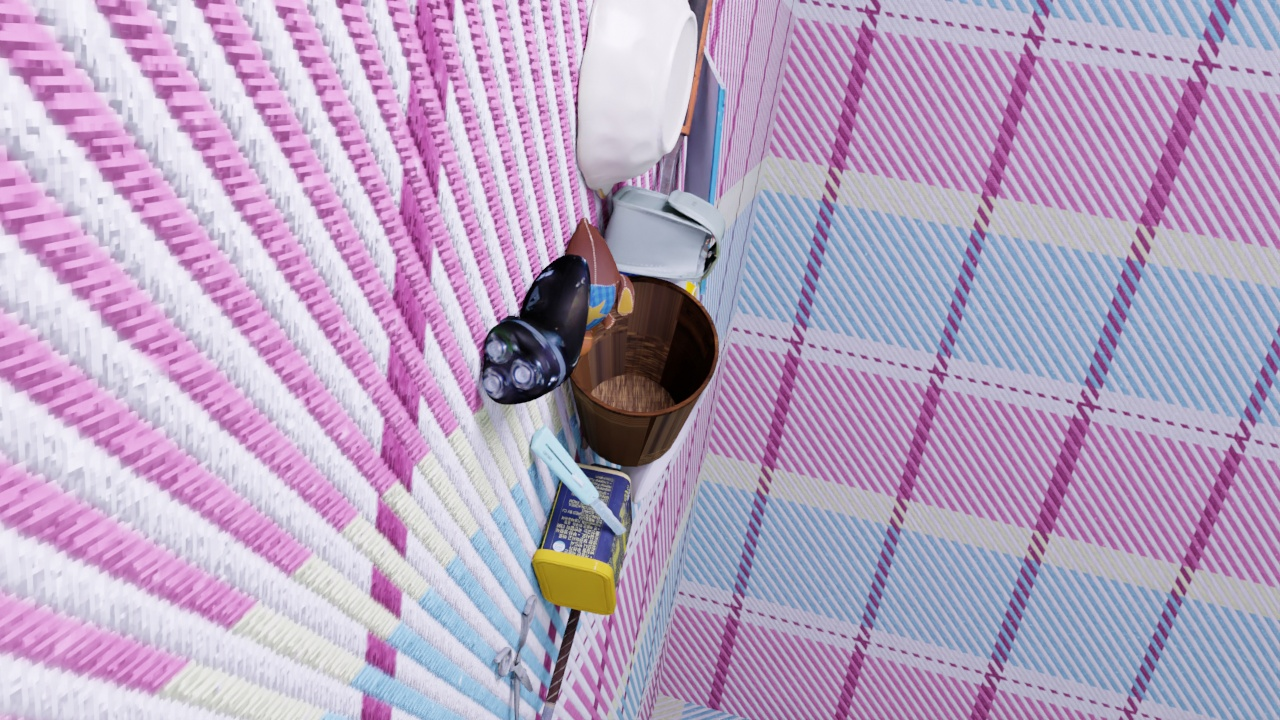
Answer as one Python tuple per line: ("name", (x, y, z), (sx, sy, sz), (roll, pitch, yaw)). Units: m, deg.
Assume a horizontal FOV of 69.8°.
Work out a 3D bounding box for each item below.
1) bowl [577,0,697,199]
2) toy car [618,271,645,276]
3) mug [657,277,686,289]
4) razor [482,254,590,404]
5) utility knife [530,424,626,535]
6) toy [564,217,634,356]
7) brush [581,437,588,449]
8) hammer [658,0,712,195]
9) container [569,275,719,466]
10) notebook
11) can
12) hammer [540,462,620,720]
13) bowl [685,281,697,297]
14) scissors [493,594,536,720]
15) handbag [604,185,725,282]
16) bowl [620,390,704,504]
("bowl", (0.004, -0.226, 0.735), (0.187, 0.060, 0.220), (-67, 167, -46))
("toy car", (-0.012, -0.090, 0.857), (0.092, 0.033, 0.061), (-15, -122, 65))
("mug", (0.004, -0.070, 0.957), (0.110, 0.073, 0.091), (-107, -163, -48))
("razor", (-0.067, -0.028, 0.618), (0.064, 0.053, 0.140), (54, 31, -33))
("utility knife", (-0.052, 0.110, 0.802), (0.022, 0.015, 0.166), (-47, 135, -14))
("toy", (-0.048, -0.059, 0.732), (0.090, 0.070, 0.102), (112, -23, -46))
("brush", (-0.039, 0.064, 1.014), (0.135, 0.015, 0.050), (-58, 158, -65))
("hammer", (0.040, -0.269, 0.986), (0.137, 0.035, 0.315), (-43, 144, -75))
("container", (-0.005, 0.023, 0.843), (0.167, 0.132, 0.132), (98, 8, -64))
("notebook", (0.070, -0.231, 1.082), (0.180, 0.009, 0.254), (-100, -169, -53))
("can", (-0.052, 0.178, 0.913), (0.135, 0.075, 0.104), (88, 14, -58))
("hammer", (-0.072, 0.281, 1.019), (0.098, 0.044, 0.321), (77, 27, -70))
("bowl", (0.029, -0.067, 1.088), (0.117, 0.068, 0.117), (14, 89, -81))
("scissors", (-0.117, 0.294, 0.858), (0.158, 0.014, 0.141), (-1, 100, -81))
("handbag", (0.023, -0.118, 0.831), (0.121, 0.106, 0.067), (-69, 171, -72))
("bowl", (0.016, 0.081, 0.994), (0.149, 0.043, 0.150), (-57, 169, -18))
